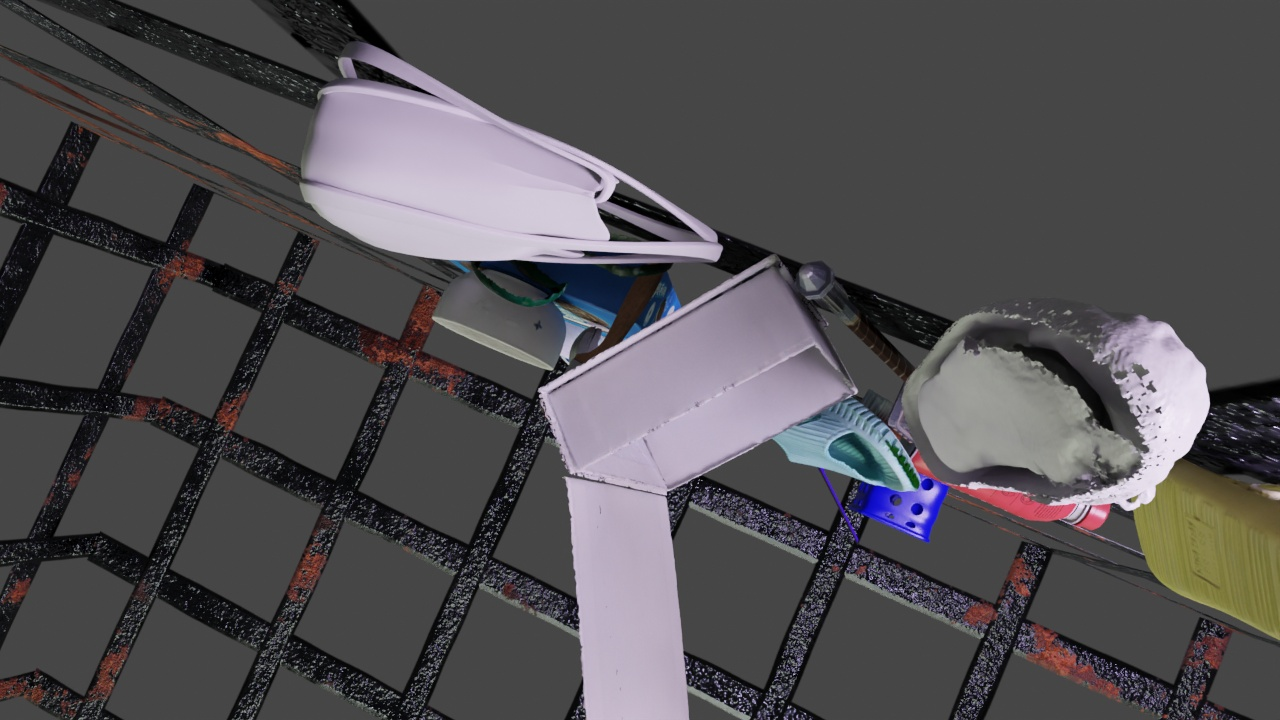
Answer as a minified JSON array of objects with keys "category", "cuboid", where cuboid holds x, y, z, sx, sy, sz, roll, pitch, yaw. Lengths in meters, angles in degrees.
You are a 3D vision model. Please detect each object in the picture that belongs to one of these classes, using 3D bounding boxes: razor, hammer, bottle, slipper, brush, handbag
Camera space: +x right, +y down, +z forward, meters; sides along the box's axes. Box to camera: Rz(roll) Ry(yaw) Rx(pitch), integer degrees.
[{"category":"razor","cuboid":[-0.005,0.005,0.838,0.116,0.047,0.088,15,177,-8]},{"category":"hammer","cuboid":[0.174,0.007,0.600,0.098,0.044,0.321,21,173,40]},{"category":"bottle","cuboid":[0.318,0.097,0.800,0.176,0.062,0.062,23,177,3]},{"category":"slipper","cuboid":[0.361,0.101,0.539,0.081,0.091,0.190,-16,-176,4]},{"category":"slipper","cuboid":[0.189,0.023,0.437,0.112,0.074,0.247,54,179,8]},{"category":"brush","cuboid":[-0.018,-0.015,0.643,0.045,0.143,0.008,32,-179,36]},{"category":"brush","cuboid":[0.271,0.073,0.927,0.172,0.030,0.041,31,-176,-41]},{"category":"handbag","cuboid":[-0.062,-0.094,0.518,0.222,0.095,0.216,12,-179,-10]},{"category":"slipper","cuboid":[0.144,0.054,0.833,0.116,0.069,0.276,45,177,-36]}]

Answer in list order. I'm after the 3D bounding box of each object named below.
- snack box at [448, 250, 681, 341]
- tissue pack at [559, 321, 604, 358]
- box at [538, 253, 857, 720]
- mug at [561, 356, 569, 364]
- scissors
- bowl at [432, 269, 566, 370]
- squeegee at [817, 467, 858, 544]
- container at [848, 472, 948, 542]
[{"category":"snack box","cuboid":[-0.067,-0.072,0.815,0.195,0.056,0.239,22,176,9]},{"category":"tissue pack","cuboid":[-0.039,-0.031,0.970,0.144,0.093,0.061,24,179,-2]},{"category":"box","cuboid":[-0.033,0.170,0.586,0.149,0.506,0.166,27,180,25]},{"category":"mug","cuboid":[-0.039,-0.036,1.057,0.090,0.090,0.121,20,141,46]},{"category":"scissors","cuboid":[-0.067,-0.087,0.646,0.154,0.015,0.209,-11,-148,-27]},{"category":"bowl","cuboid":[-0.106,-0.036,0.722,0.105,0.054,0.105,21,172,3]},{"category":"squeegee","cuboid":[0.189,0.065,1.060,0.249,0.055,0.184,61,-175,-17]},{"category":"container","cuboid":[0.299,0.132,1.031,0.085,0.113,0.084,23,177,3]}]
